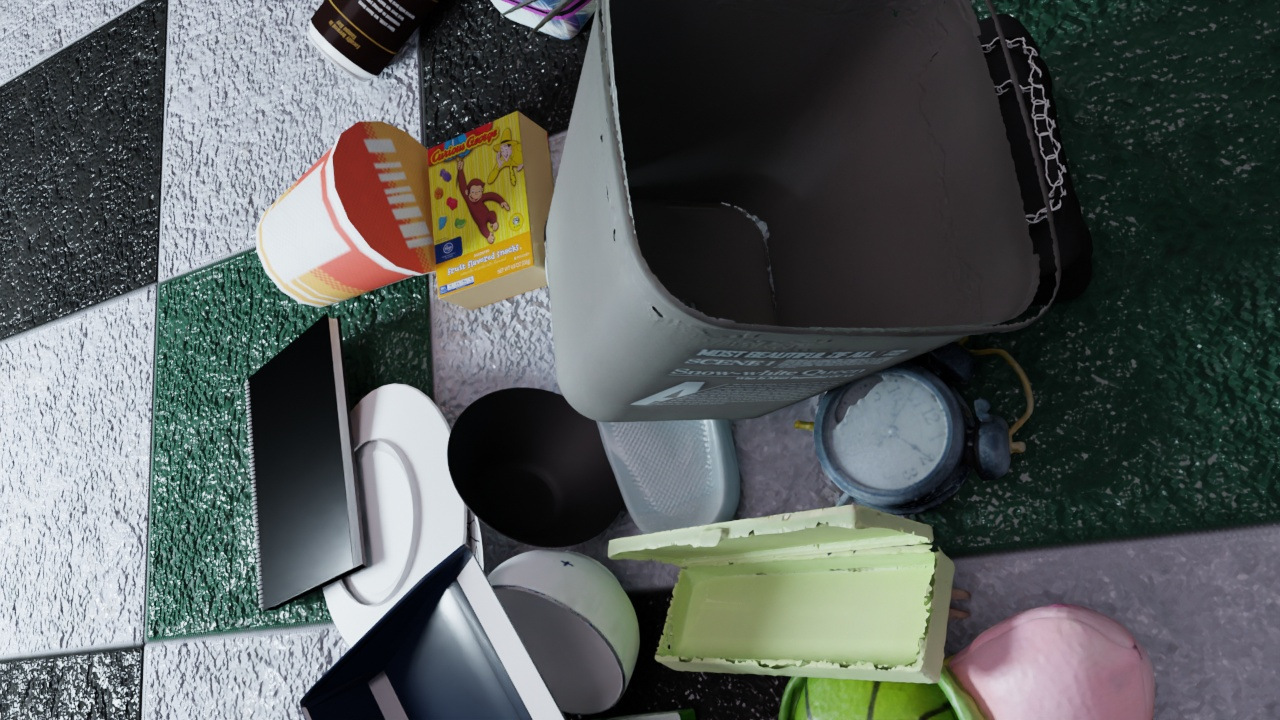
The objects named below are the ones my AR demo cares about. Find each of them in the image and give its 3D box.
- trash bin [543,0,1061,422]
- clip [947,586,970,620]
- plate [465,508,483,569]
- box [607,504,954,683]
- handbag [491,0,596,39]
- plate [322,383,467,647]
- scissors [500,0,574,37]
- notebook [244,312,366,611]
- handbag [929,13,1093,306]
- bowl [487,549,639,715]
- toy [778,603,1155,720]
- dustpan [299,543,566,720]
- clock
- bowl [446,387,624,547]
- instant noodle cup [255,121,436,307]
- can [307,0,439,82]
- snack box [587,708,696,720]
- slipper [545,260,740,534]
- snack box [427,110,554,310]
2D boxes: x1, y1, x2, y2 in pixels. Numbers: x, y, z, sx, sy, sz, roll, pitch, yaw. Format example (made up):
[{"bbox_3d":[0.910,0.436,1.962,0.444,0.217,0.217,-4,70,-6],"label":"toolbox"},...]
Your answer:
[{"bbox_3d":[0.048,-0.069,0.474,0.221,0.197,0.197,133,134,-64],"label":"trash bin"},{"bbox_3d":[0.153,0.140,0.520,0.062,0.024,0.045,17,88,27],"label":"clip"},{"bbox_3d":[-0.167,0.155,0.678,0.189,0.016,0.188,-8,78,43],"label":"plate"},{"bbox_3d":[0.071,0.134,0.502,0.188,0.091,0.083,-21,63,48],"label":"box"},{"bbox_3d":[-0.056,-0.350,0.719,0.144,0.068,0.170,31,89,29],"label":"handbag"},{"bbox_3d":[-0.198,0.121,0.688,0.209,0.015,0.208,-9,78,43],"label":"plate"},{"bbox_3d":[0.009,-0.284,0.613,0.225,0.016,0.224,10,54,44],"label":"scissors"},{"bbox_3d":[-0.279,0.085,0.750,0.149,0.016,0.206,-29,65,37],"label":"notebook"},{"bbox_3d":[0.168,-0.103,0.510,0.125,0.114,0.153,-15,75,30],"label":"handbag"},{"bbox_3d":[-0.050,0.166,0.591,0.113,0.063,0.114,14,128,19],"label":"bowl"},{"bbox_3d":[0.150,0.202,0.473,0.239,0.087,0.190,-35,71,25],"label":"toy"},{"bbox_3d":[-0.132,0.289,0.567,0.236,0.080,0.274,55,133,23],"label":"dustpan"},{"bbox_3d":[0.158,0.037,0.524,0.130,0.052,0.090,-28,68,17],"label":"clock"},{"bbox_3d":[-0.076,0.084,0.627,0.124,0.123,0.053,58,141,25],"label":"bowl"},{"bbox_3d":[-0.231,-0.107,0.734,0.121,0.123,0.123,-21,70,32],"label":"instant noodle cup"},{"bbox_3d":[-0.223,-0.311,0.792,0.129,0.072,0.072,-45,62,14],"label":"can"},{"bbox_3d":[-0.013,0.312,0.574,0.132,0.027,0.168,-18,72,26],"label":"snack box"},{"bbox_3d":[-0.004,0.004,0.606,0.104,0.074,0.245,-26,70,21],"label":"slipper"},{"bbox_3d":[-0.113,-0.114,0.709,0.088,0.040,0.125,-15,73,26],"label":"snack box"}]
